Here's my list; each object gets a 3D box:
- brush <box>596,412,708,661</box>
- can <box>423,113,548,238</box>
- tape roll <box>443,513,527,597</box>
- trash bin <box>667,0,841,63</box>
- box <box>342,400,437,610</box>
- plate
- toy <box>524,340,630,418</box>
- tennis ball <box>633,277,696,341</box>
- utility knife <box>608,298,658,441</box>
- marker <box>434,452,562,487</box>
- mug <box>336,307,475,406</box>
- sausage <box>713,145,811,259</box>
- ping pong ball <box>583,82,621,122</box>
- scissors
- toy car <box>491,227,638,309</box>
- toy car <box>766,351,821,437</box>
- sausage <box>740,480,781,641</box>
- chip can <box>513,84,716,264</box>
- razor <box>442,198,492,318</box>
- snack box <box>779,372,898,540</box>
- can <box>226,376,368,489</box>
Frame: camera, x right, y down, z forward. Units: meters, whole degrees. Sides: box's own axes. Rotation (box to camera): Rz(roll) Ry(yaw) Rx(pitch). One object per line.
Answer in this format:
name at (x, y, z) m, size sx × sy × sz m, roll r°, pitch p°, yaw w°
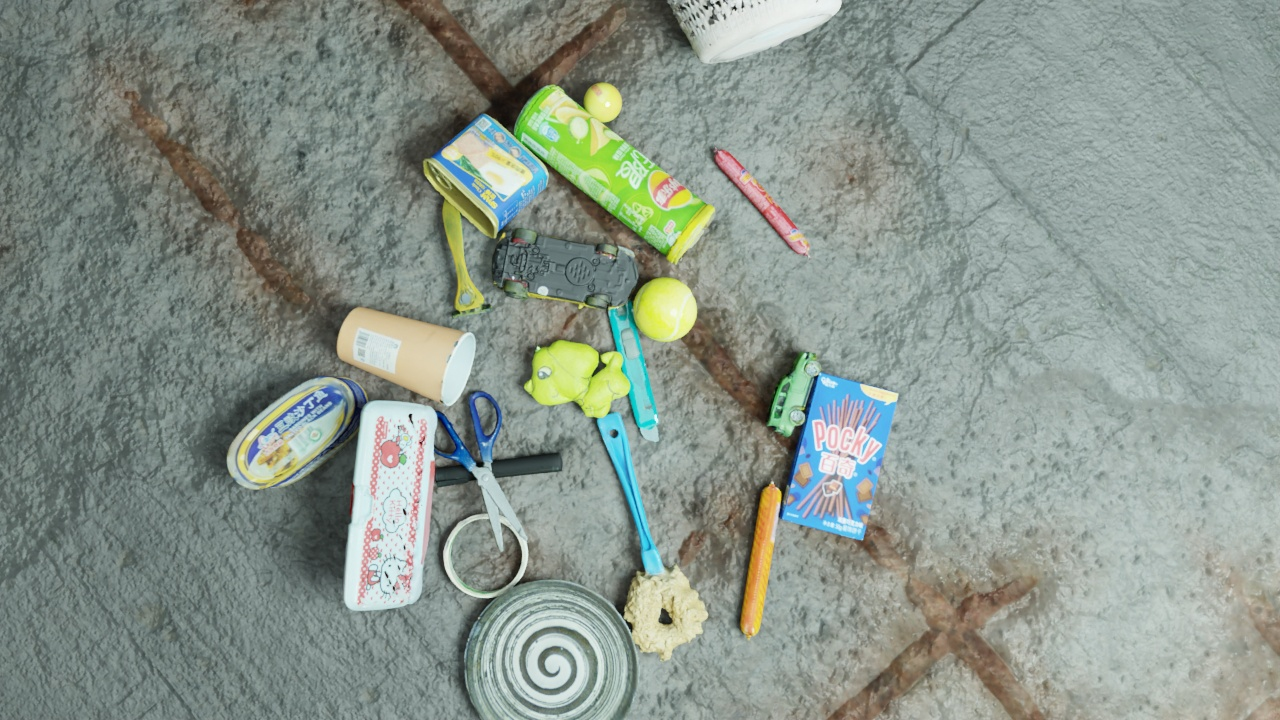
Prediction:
brush at (0.002, 0.177, 0.938) m, size 0.083 × 0.046 × 0.254 m, roll -17°, pitch 82°, yaw 3°
can at (-0.157, -0.191, 0.944) m, size 0.102 × 0.057 × 0.083 m, roll 43°, pitch 73°, yaw 2°
tape roll at (-0.159, 0.201, 0.946) m, size 0.086 × 0.014 × 0.085 m, roll 0°, pitch 86°, yaw 1°
trash bin at (0.098, -0.409, 0.898) m, size 0.227 × 0.227 × 0.192 m, roll -20°, pitch 99°, yaw -1°
box at (-0.255, 0.140, 0.900) m, size 0.095 × 0.098 × 0.201 m, roll 3°, pitch 86°, yaw 18°
plate at (-0.089, 0.309, 0.928) m, size 0.179 × 0.024 × 0.179 m, roll 0°, pitch 89°, yaw 6°
toy at (-0.065, 0.016, 0.948) m, size 0.096 × 0.031 × 0.100 m, roll -45°, pitch 85°, yaw -5°
tennis ball at (0.025, -0.052, 0.936) m, size 0.065 × 0.065 × 0.065 m, roll 0°, pitch 86°, yaw 0°
utility knife at (-0.006, 0.006, 0.958) m, size 0.029 × 0.013 × 0.164 m, roll -14°, pitch 86°, yaw 1°
marker at (-0.146, 0.113, 0.948) m, size 0.132 × 0.022 × 0.020 m, roll -7°, pitch 126°, yaw 0°
mug at (-0.240, -0.009, 0.933) m, size 0.123 × 0.078 × 0.078 m, roll 17°, pitch 86°, yaw 6°
sausage at (0.129, -0.167, 0.966) m, size 0.020 × 0.020 × 0.156 m, roll -41°, pitch 87°, yaw -2°
ping pong ball at (-0.040, -0.271, 0.963) m, size 0.040 × 0.040 × 0.040 m, roll 0°, pitch 86°, yaw 0°
scissors at (-0.170, 0.113, 0.931) m, size 0.141 × 0.012 × 0.170 m, roll 3°, pitch 71°, yaw 9°
toy car at (-0.079, -0.092, 0.951) m, size 0.156 × 0.041 × 0.071 m, roll 9°, pitch 86°, yaw 3°
toy car at (0.157, 0.033, 0.940) m, size 0.036 × 0.043 × 0.091 m, roll 22°, pitch 86°, yaw 2°
sausage at (0.123, 0.205, 0.940) m, size 0.021 × 0.021 × 0.165 m, roll 10°, pitch 86°, yaw 1°
chip can at (-0.029, -0.193, 0.942) m, size 0.221 × 0.072 × 0.072 m, roll 38°, pitch 87°, yaw 2°
razor at (-0.189, -0.111, 0.962) m, size 0.043 × 0.028 × 0.132 m, roll -12°, pitch 84°, yaw 3°
snack box at (0.204, 0.098, 0.944) m, size 0.084 × 0.026 × 0.157 m, roll 15°, pitch 87°, yaw 2°
can at (-0.349, 0.074, 0.938) m, size 0.148 × 0.049 × 0.074 m, roll -38°, pitch 86°, yaw -2°
